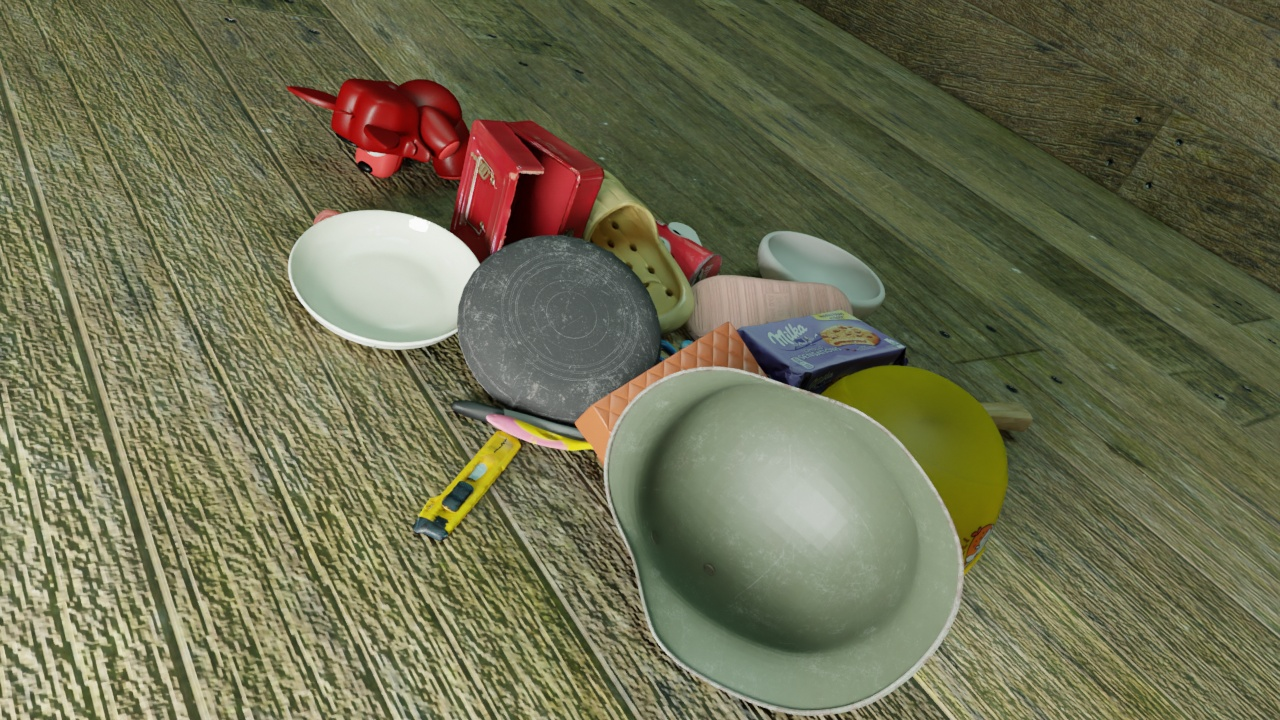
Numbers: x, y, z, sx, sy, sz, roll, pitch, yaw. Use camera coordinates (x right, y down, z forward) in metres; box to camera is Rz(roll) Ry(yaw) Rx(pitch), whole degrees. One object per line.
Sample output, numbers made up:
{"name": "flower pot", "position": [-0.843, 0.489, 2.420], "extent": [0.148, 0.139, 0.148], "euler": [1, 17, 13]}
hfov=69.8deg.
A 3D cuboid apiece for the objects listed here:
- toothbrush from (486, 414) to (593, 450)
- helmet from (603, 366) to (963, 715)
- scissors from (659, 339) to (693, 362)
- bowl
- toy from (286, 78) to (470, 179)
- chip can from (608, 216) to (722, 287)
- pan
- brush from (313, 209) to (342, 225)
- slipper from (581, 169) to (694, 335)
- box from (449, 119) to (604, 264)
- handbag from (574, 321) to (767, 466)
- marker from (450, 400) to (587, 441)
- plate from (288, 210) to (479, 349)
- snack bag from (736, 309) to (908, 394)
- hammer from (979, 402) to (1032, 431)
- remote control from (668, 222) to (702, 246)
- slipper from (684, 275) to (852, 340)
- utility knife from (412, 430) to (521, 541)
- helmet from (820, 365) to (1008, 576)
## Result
{"name": "toothbrush", "position": [-0.072, 0.071, 0.809], "extent": [0.135, 0.016, 0.021], "euler": [17, 25, -16]}
{"name": "helmet", "position": [0.102, 0.113, 0.705], "extent": [0.268, 0.227, 0.153], "euler": [39, 15, 4]}
{"name": "scissors", "position": [0.055, 0.019, 0.984], "extent": [0.083, 0.015, 0.140], "euler": [7, 37, -27]}
{"name": "bowl", "position": [0.230, -0.099, 1.218], "extent": [0.176, 0.066, 0.176], "euler": [16, 32, -11]}
{"name": "toy", "position": [-0.301, -0.282, 1.107], "extent": [0.158, 0.121, 0.196], "euler": [35, 24, 14]}
{"name": "chip can", "position": [-0.013, -0.158, 1.148], "extent": [0.233, 0.073, 0.073], "euler": [34, 33, 20]}
{"name": "pan", "position": [-0.005, 0.006, 0.877], "extent": [0.357, 0.040, 0.207], "euler": [32, 59, -4]}
{"name": "brush", "position": [-0.257, -0.111, 0.958], "extent": [0.172, 0.041, 0.030], "euler": [25, 16, -2]}
{"name": "slipper", "position": [-0.032, -0.138, 1.056], "extent": [0.111, 0.079, 0.261], "euler": [-32, 64, -6]}
{"name": "box", "position": [-0.129, -0.173, 1.014], "extent": [0.122, 0.158, 0.136], "euler": [-11, 47, -38]}
{"name": "handbag", "position": [0.041, 0.055, 0.824], "extent": [0.171, 0.060, 0.109], "euler": [-31, 82, -33]}
{"name": "marker", "position": [-0.101, 0.056, 0.824], "extent": [0.138, 0.016, 0.022], "euler": [15, 9, -14]}
{"name": "plate", "position": [-0.243, -0.073, 0.884], "extent": [0.182, 0.034, 0.182], "euler": [12, 46, -12]}
{"name": "snack bag", "position": [0.179, 0.001, 0.944], "extent": [0.205, 0.058, 0.096], "euler": [-11, 37, -40]}
{"name": "hammer", "position": [0.327, 0.059, 1.055], "extent": [0.322, 0.051, 0.117], "euler": [4, 36, -28]}
{"name": "remote control", "position": [0.065, -0.149, 1.239], "extent": [0.043, 0.013, 0.136], "euler": [11, 33, -19]}
{"name": "slipper", "position": [0.146, -0.043, 1.073], "extent": [0.197, 0.082, 0.093], "euler": [1, 63, 1]}
{"name": "utility knife", "position": [-0.135, 0.095, 0.743], "extent": [0.030, 0.017, 0.155], "euler": [34, 29, 1]}
{"name": "helmet", "position": [0.242, 0.082, 0.833], "extent": [0.209, 0.140, 0.239], "euler": [34, 52, 17]}
